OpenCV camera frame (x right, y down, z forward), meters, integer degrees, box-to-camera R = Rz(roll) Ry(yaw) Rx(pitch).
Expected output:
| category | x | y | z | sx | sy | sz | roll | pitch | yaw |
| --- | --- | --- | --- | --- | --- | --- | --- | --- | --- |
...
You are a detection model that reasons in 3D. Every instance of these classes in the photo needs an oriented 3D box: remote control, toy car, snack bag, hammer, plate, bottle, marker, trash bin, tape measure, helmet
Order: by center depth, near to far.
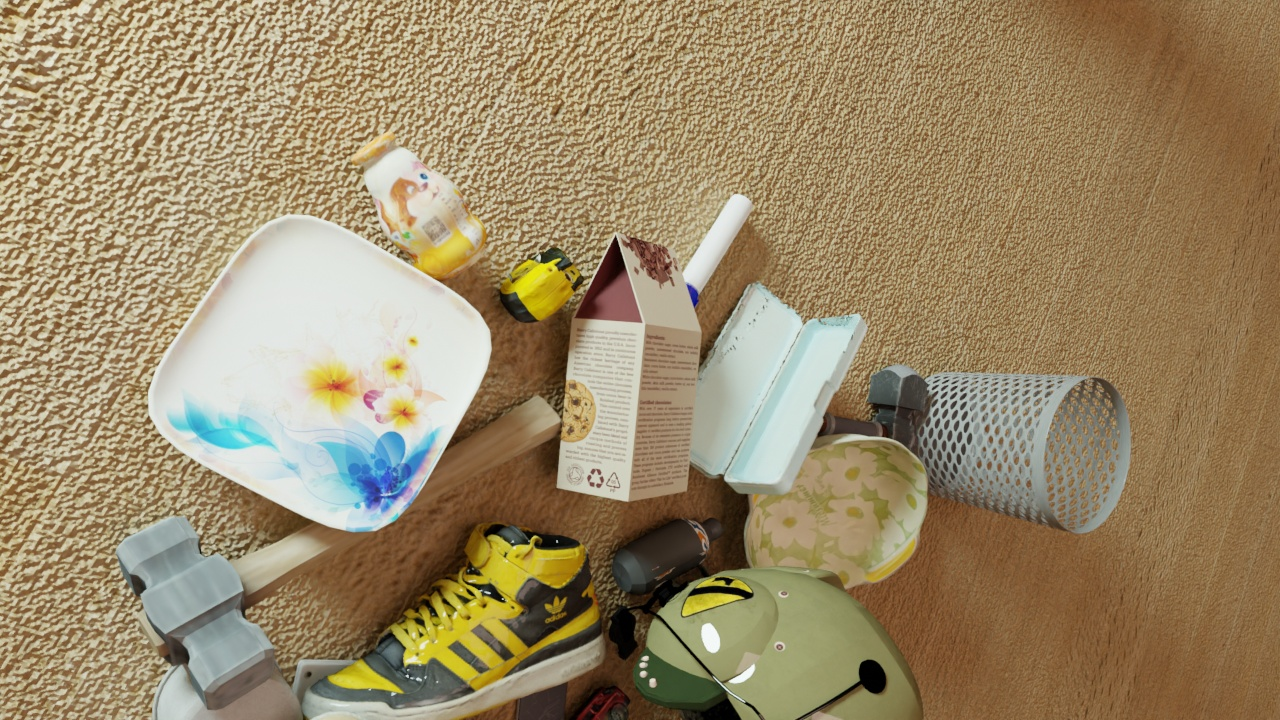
| category | x | y | z | sx | sy | sz | roll | pitch | yaw |
| --- | --- | --- | --- | --- | --- | --- | --- | --- | --- |
| plate | -0.213 | 0.008 | 0.632 | 0.187 | 0.016 | 0.186 | 30 | 70 | -11 |
| hammer | -0.188 | 0.107 | 0.657 | 0.321 | 0.051 | 0.117 | -29 | 65 | -37 |
| bottle | -0.161 | -0.112 | 0.667 | 0.063 | 0.063 | 0.109 | -44 | 116 | -23 |
| remote control | -0.240 | 0.290 | 0.676 | 0.050 | 0.011 | 0.135 | 13 | 86 | -34 |
| tape measure | -0.081 | -0.060 | 0.724 | 0.064 | 0.065 | 0.037 | -39 | 115 | -1 |
| helmet | 0.097 | 0.276 | 0.742 | 0.232 | 0.256 | 0.250 | -19 | 105 | -27 |
| snack bag | -0.004 | 0.004 | 0.758 | 0.094 | 0.070 | 0.206 | 4 | 92 | -59 |
| remote control | -0.080 | 0.248 | 0.783 | 0.045 | 0.008 | 0.146 | 6 | 91 | -34 |
| toy car | -0.046 | 0.322 | 0.792 | 0.036 | 0.042 | 0.091 | 40 | 62 | 1 |
| bottle | 0.027 | 0.172 | 0.827 | 0.112 | 0.047 | 0.047 | -21 | 105 | -31 |
| marker | 0.063 | -0.094 | 0.844 | 0.133 | 0.023 | 0.027 | -58 | 142 | -16 |
| hammer | 0.156 | 0.059 | 0.912 | 0.321 | 0.043 | 0.156 | 11 | 87 | -32 |
| trash bin | 0.393 | 0.088 | 0.984 | 0.156 | 0.184 | 0.156 | -3 | 95 | -34 |

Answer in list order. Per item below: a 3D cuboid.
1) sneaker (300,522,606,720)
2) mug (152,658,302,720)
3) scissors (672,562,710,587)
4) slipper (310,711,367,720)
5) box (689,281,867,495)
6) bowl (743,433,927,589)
| category | x | y | z | sx | sy | sz | roll | pitch | yaw |
| --- | --- | --- | --- | --- | --- | --- | --- | --- | --- |
| sneaker | -0.134 | 0.192 | 0.689 | 0.238 | 0.086 | 0.122 | -5 | 91 | -36 |
| mug | -0.281 | 0.226 | 0.609 | 0.084 | 0.071 | 0.113 | -35 | 114 | -27 |
| scissors | 0.068 | 0.251 | 0.881 | 0.170 | 0.013 | 0.157 | -35 | 112 | -27 |
| slipper | -0.139 | 0.320 | 0.637 | 0.115 | 0.052 | 0.263 | -47 | 115 | -3 |
| box | 0.115 | 0.021 | 0.830 | 0.122 | 0.078 | 0.197 | 30 | 62 | 3 |
| bowl | 0.181 | 0.139 | 0.893 | 0.219 | 0.060 | 0.189 | 36 | 105 | -30 |
